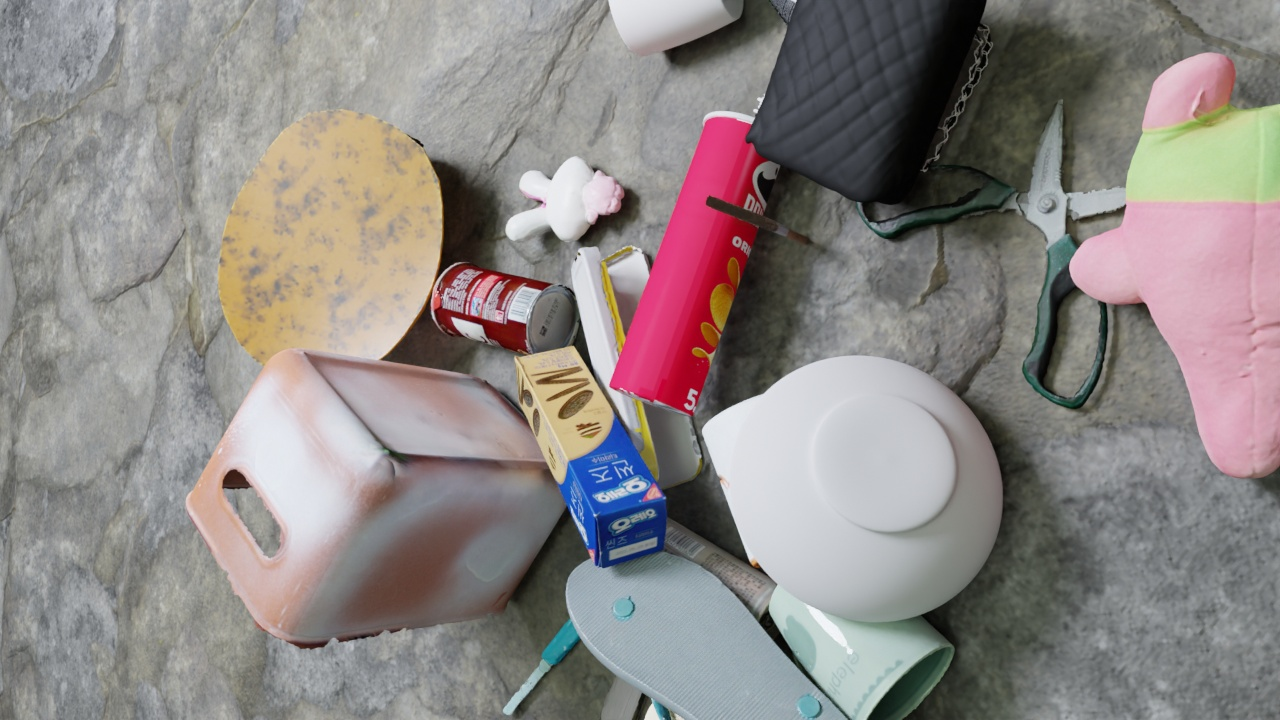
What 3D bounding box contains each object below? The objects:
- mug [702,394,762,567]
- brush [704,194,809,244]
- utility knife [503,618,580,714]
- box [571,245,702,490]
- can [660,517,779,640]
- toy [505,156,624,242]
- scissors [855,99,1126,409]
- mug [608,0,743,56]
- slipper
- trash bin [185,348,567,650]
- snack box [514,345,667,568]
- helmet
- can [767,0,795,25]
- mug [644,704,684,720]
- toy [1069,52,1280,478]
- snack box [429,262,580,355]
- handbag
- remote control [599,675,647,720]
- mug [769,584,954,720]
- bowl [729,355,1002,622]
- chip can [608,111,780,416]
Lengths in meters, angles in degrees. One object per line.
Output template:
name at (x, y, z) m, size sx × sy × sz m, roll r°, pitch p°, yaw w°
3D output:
mug at (0.100, 0.084, 0.657) m, size 0.082 × 0.082 × 0.105 m, roll -31°, pitch 68°, yaw 28°
brush at (0.092, -0.093, 0.642) m, size 0.045 × 0.143 × 0.008 m, roll 26°, pitch 101°, yaw 25°
utility knife at (-0.073, 0.249, 0.798) m, size 0.177 × 0.015 × 0.022 m, roll -51°, pitch 60°, yaw 18°
box at (-0.011, 0.006, 0.763) m, size 0.067 × 0.070 × 0.210 m, roll -34°, pitch 66°, yaw 49°
can at (0.045, 0.165, 0.702) m, size 0.136 × 0.054 × 0.054 m, roll 25°, pitch 99°, yaw 33°
toy at (-0.066, -0.142, 0.821) m, size 0.123 × 0.038 × 0.079 m, roll 1°, pitch 74°, yaw 35°
scissors at (0.237, -0.073, 0.619) m, size 0.204 × 0.015 × 0.201 m, roll 4°, pitch 87°, yaw 36°
mug at (0.034, -0.312, 0.754) m, size 0.088 × 0.081 × 0.114 m, roll -7°, pitch 50°, yaw 28°
slipper at (0.058, 0.219, 0.617) m, size 0.098 × 0.055 × 0.269 m, roll -40°, pitch 52°, yaw -23°
trash bin at (-0.198, 0.103, 0.752) m, size 0.181 × 0.259 × 0.157 m, roll 41°, pitch 106°, yaw 31°
snack box at (-0.044, 0.067, 0.719) m, size 0.206 × 0.056 × 0.057 m, roll -125°, pitch 30°, yaw -49°
helmet at (-0.284, -0.103, 0.907) m, size 0.205 × 0.131 × 0.255 m, roll 19°, pitch 90°, yaw 3°
can at (0.122, -0.284, 0.695) m, size 0.054 × 0.053 × 0.137 m, roll -40°, pitch 65°, yaw 25°
mug at (0.047, 0.289, 0.670) m, size 0.120 × 0.096 × 0.099 m, roll 108°, pitch 152°, yaw -59°
toy at (0.340, -0.050, 0.506) m, size 0.192 × 0.096 × 0.237 m, roll 2°, pitch 100°, yaw 32°
snack box at (-0.122, -0.044, 0.828) m, size 0.121 × 0.072 × 0.072 m, roll 15°, pitch 94°, yaw 34°
handbag at (0.153, -0.195, 0.627) m, size 0.125 × 0.114 × 0.154 m, roll 27°, pitch 114°, yaw 26°
remote control at (0.001, 0.244, 0.750) m, size 0.033 × 0.013 × 0.136 m, roll 26°, pitch 101°, yaw 35°
mug at (0.140, 0.197, 0.626) m, size 0.104 × 0.084 × 0.111 m, roll 43°, pitch 137°, yaw 38°
bowl at (0.147, 0.072, 0.580) m, size 0.176 × 0.066 × 0.176 m, roll 0°, pitch 68°, yaw 0°
chip can at (0.044, -0.071, 0.694) m, size 0.069 × 0.069 × 0.220 m, roll 17°, pitch 84°, yaw 34°
